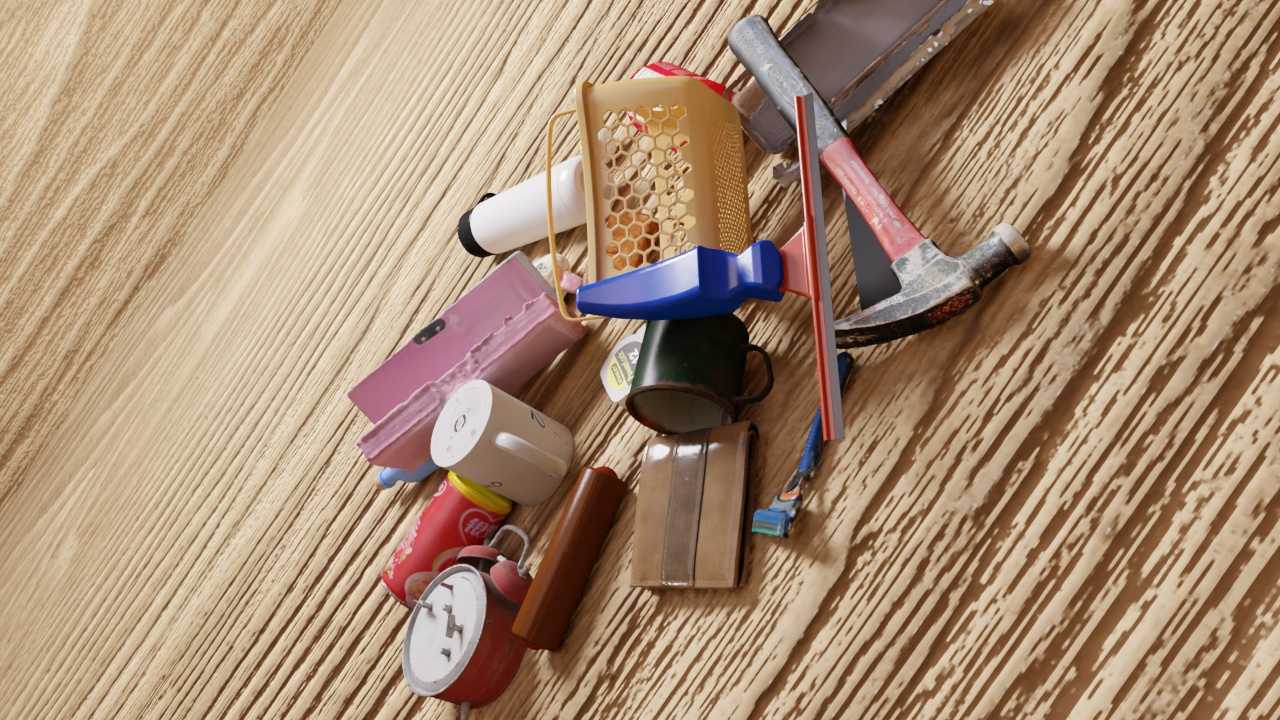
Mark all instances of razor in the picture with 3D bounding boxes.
[{"bbox_3d":[0.118,0.057,0.627,0.140,0.018,0.044,-63,17,-13],"label":"razor"}]

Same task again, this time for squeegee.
[{"bbox_3d":[0.042,-0.055,0.653,0.185,0.055,0.249,-7,72,18],"label":"squeegee"}]

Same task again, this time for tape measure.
[{"bbox_3d":[-0.005,0.005,0.809,0.065,0.016,0.064,-44,38,16],"label":"tape measure"}]

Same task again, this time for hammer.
[{"bbox_3d":[0.136,-0.150,0.682,0.141,0.036,0.325,-36,54,17],"label":"hammer"}]

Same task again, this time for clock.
[{"bbox_3d":[-0.144,0.212,0.776,0.110,0.062,0.156,14,74,53],"label":"clock"}]

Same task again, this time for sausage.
[{"bbox_3d":[-0.056,0.157,0.737,0.040,0.040,0.155,8,70,51],"label":"sausage"}]

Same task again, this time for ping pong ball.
[{"bbox_3d":[-0.047,-0.238,1.019,0.040,0.040,0.040,-29,44,33],"label":"ping pong ball"}]

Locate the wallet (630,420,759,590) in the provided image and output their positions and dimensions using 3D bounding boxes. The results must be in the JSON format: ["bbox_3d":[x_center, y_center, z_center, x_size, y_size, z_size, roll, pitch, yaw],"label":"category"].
[{"bbox_3d":[0.039,0.107,0.670,0.099,0.027,0.121,-13,59,41],"label":"wallet"}]

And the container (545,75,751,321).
[{"bbox_3d":[-0.004,-0.129,0.763,0.167,0.129,0.183,-6,87,27],"label":"container"}]

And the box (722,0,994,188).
[{"bbox_3d":[0.169,-0.248,0.738,0.218,0.095,0.115,-41,82,20],"label":"box"}]

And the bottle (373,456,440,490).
[{"bbox_3d":[-0.238,0.102,0.978,0.131,0.048,0.048,-35,41,27],"label":"bottle"}]

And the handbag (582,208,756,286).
[{"bbox_3d":[0.022,-0.099,0.843,0.196,0.043,0.093,2,67,46],"label":"handbag"}]

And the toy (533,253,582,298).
[{"bbox_3d":[-0.104,-0.073,0.961,0.112,0.050,0.087,34,90,48],"label":"toy"}]

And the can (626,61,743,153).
[{"bbox_3d":[0.040,-0.244,0.895,0.074,0.074,0.142,-52,36,7],"label":"can"}]

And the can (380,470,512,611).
[{"bbox_3d":[-0.178,0.165,0.846,0.124,0.066,0.067,-55,36,2],"label":"can"}]

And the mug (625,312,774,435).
[{"bbox_3d":[0.050,0.006,0.695,0.111,0.085,0.081,-4,58,29],"label":"mug"}]

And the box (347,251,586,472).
[{"bbox_3d":[-0.179,-0.003,0.890,0.233,0.099,0.107,-39,74,6],"label":"box"}]

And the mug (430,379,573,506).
[{"bbox_3d":[-0.113,0.078,0.810,0.120,0.096,0.083,12,73,52],"label":"mug"}]

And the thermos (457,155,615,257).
[{"bbox_3d":[-0.119,-0.180,1.044,0.230,0.068,0.101,-12,42,45],"label":"thermos"}]
